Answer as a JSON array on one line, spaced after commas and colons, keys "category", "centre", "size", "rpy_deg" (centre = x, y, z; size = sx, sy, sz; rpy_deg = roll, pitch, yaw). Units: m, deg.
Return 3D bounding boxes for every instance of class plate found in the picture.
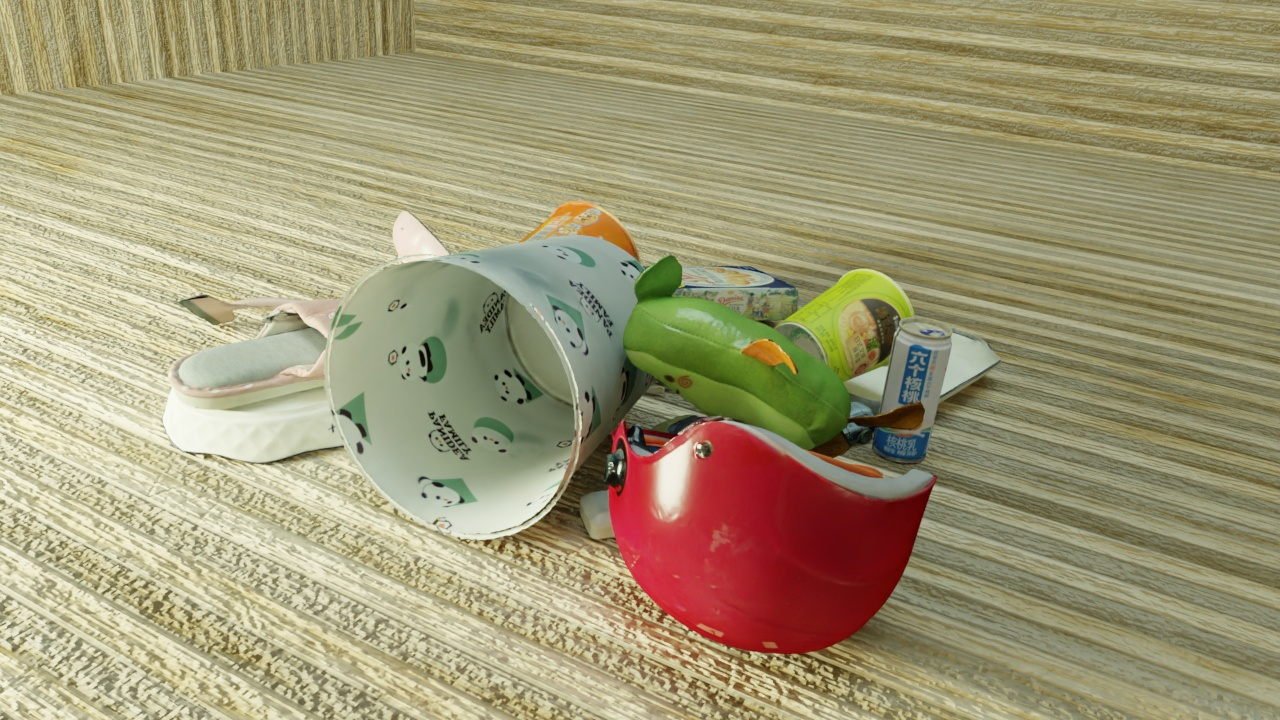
[{"category": "plate", "centre": [-0.215, -0.077, 1.018], "size": [0.039, 0.192, 0.192], "rpy_deg": [-40, 40, -12]}, {"category": "plate", "centre": [-0.352, 0.030, 0.893], "size": [0.205, 0.046, 0.204], "rpy_deg": [4, 24, -2]}, {"category": "plate", "centre": [0.297, 0.010, 1.049], "size": [0.162, 0.034, 0.264], "rpy_deg": [24, 31, 37]}]

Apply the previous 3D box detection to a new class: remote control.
[{"category": "remote control", "centre": [0.013, 0.123, 0.773], "size": [0.124, 0.024, 0.049], "rpy_deg": [-3, 26, -17]}]

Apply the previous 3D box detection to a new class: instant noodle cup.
[{"category": "instant noodle cup", "centre": [-0.091, -0.106, 1.119], "size": [0.151, 0.152, 0.111], "rpy_deg": [18, 36, 27]}, {"category": "instant noodle cup", "centre": [0.204, -0.023, 0.953], "size": [0.123, 0.112, 0.112], "rpy_deg": [-26, 37, -31]}]

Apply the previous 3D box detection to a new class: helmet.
[{"category": "helmet", "centre": [0.070, 0.122, 0.642], "size": [0.206, 0.144, 0.240], "rpy_deg": [15, -7, -27]}]

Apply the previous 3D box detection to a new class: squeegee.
[{"category": "squeegee", "centre": [-0.345, -0.041, 0.995], "size": [0.249, 0.040, 0.248], "rpy_deg": [12, -7, -17]}]

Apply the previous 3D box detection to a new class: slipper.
[{"category": "slipper", "centre": [-0.301, -0.019, 0.874], "size": [0.273, 0.055, 0.114], "rpy_deg": [-15, 38, -30]}]

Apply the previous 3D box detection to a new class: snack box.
[{"category": "snack box", "centre": [0.087, -0.088, 1.181], "size": [0.182, 0.046, 0.178], "rpy_deg": [-1, 15, -12]}]

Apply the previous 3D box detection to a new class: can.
[{"category": "can", "centre": [0.261, 0.029, 0.883], "size": [0.053, 0.135, 0.053], "rpy_deg": [4, 24, -2]}]

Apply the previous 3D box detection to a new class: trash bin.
[{"category": "trash bin", "centre": [-0.103, 0.000, 0.808], "size": [0.230, 0.230, 0.251], "rpy_deg": [14, 20, 19]}]

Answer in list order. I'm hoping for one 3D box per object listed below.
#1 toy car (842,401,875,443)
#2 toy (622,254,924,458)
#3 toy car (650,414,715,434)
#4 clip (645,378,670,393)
[{"category": "toy car", "centre": [0.194, 0.066, 0.915], "size": [0.090, 0.034, 0.043], "rpy_deg": [-13, 33, -30]}, {"category": "toy", "centre": [0.091, 0.017, 0.745], "size": [0.246, 0.089, 0.227], "rpy_deg": [28, -17, -6]}, {"category": "toy car", "centre": [0.080, 0.081, 0.858], "size": [0.158, 0.042, 0.070], "rpy_deg": [8, 25, 14]}, {"category": "clip", "centre": [-0.009, 0.008, 1.010], "size": [0.100, 0.035, 0.070], "rpy_deg": [18, 29, 37]}]
